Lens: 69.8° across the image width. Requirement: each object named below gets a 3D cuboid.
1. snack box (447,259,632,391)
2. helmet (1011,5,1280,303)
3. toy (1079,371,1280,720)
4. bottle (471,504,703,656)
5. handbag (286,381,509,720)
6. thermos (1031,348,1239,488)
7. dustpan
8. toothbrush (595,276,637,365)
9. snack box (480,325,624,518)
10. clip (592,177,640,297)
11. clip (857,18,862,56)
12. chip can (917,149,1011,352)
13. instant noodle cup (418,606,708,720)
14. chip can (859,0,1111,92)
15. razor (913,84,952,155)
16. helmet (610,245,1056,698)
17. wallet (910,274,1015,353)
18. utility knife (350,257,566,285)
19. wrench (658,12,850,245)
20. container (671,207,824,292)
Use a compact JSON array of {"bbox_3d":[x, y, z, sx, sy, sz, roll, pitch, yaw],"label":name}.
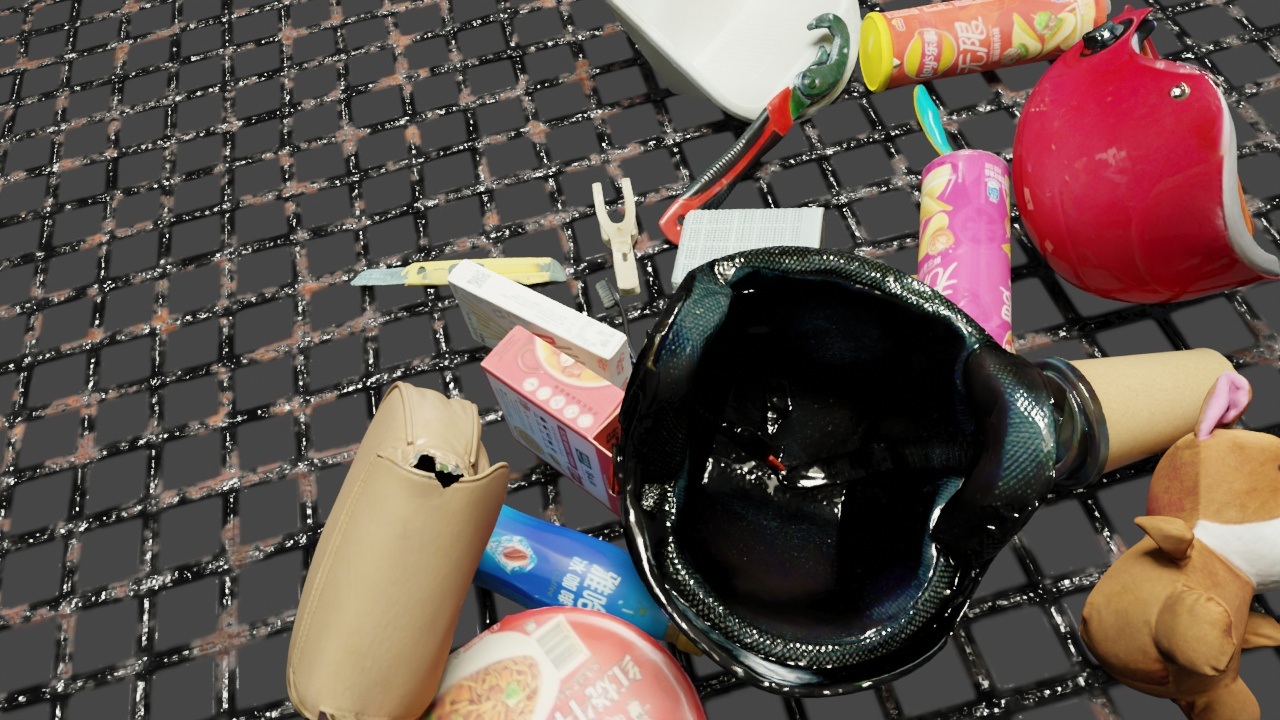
[{"bbox_3d":[-0.078,-0.019,0.728,0.157,0.085,0.026,27,64,22],"label":"snack box"},{"bbox_3d":[0.361,-0.147,0.701,0.144,0.207,0.239,-25,36,29],"label":"helmet"},{"bbox_3d":[0.360,0.118,0.567,0.131,0.140,0.199,5,50,43],"label":"toy"},{"bbox_3d":[-0.053,0.147,0.632,0.219,0.065,0.065,17,62,18],"label":"bottle"},{"bbox_3d":[-0.145,0.121,0.558,0.099,0.148,0.204,19,94,-20],"label":"handbag"},{"bbox_3d":[0.337,0.035,0.644,0.143,0.093,0.093,-11,57,-10],"label":"thermos"},{"bbox_3d":[0.091,-0.351,0.846,0.143,0.258,0.222,23,70,43],"label":"dustpan"},{"bbox_3d":[-0.004,0.004,0.747,0.016,0.014,0.189,-19,58,-4],"label":"toothbrush"},{"bbox_3d":[-0.046,0.048,0.665,0.127,0.113,0.044,33,66,23],"label":"snack box"},{"bbox_3d":[-0.017,-0.107,0.814,0.035,0.092,0.103,-11,92,-1],"label":"clip"},{"bbox_3d":[0.222,-0.315,0.912,0.038,0.026,0.058,-20,63,4],"label":"clip"},{"bbox_3d":[0.244,-0.057,0.695,0.071,0.071,0.210,5,63,11],"label":"chip can"},{"bbox_3d":[-0.049,0.253,0.564,0.194,0.066,0.193,-4,59,6],"label":"instant noodle cup"},{"bbox_3d":[0.319,-0.306,0.861,0.216,0.073,0.073,-11,57,-2],"label":"chip can"},{"bbox_3d":[0.278,-0.200,0.829,0.043,0.028,0.132,-6,57,-25],"label":"razor"},{"bbox_3d":[0.101,0.066,0.569,0.233,0.230,0.274,16,71,4],"label":"helmet"},{"bbox_3d":[0.239,-0.021,0.729,0.101,0.020,0.115,-8,60,3],"label":"wallet"},{"bbox_3d":[-0.162,-0.076,0.821,0.196,0.020,0.030,-5,52,10],"label":"utility knife"},{"bbox_3d":[0.109,-0.210,0.838,0.273,0.056,0.016,-52,21,-11],"label":"wrench"},{"bbox_3d":[0.088,-0.067,0.736,0.111,0.090,0.090,5,58,13],"label":"container"}]
